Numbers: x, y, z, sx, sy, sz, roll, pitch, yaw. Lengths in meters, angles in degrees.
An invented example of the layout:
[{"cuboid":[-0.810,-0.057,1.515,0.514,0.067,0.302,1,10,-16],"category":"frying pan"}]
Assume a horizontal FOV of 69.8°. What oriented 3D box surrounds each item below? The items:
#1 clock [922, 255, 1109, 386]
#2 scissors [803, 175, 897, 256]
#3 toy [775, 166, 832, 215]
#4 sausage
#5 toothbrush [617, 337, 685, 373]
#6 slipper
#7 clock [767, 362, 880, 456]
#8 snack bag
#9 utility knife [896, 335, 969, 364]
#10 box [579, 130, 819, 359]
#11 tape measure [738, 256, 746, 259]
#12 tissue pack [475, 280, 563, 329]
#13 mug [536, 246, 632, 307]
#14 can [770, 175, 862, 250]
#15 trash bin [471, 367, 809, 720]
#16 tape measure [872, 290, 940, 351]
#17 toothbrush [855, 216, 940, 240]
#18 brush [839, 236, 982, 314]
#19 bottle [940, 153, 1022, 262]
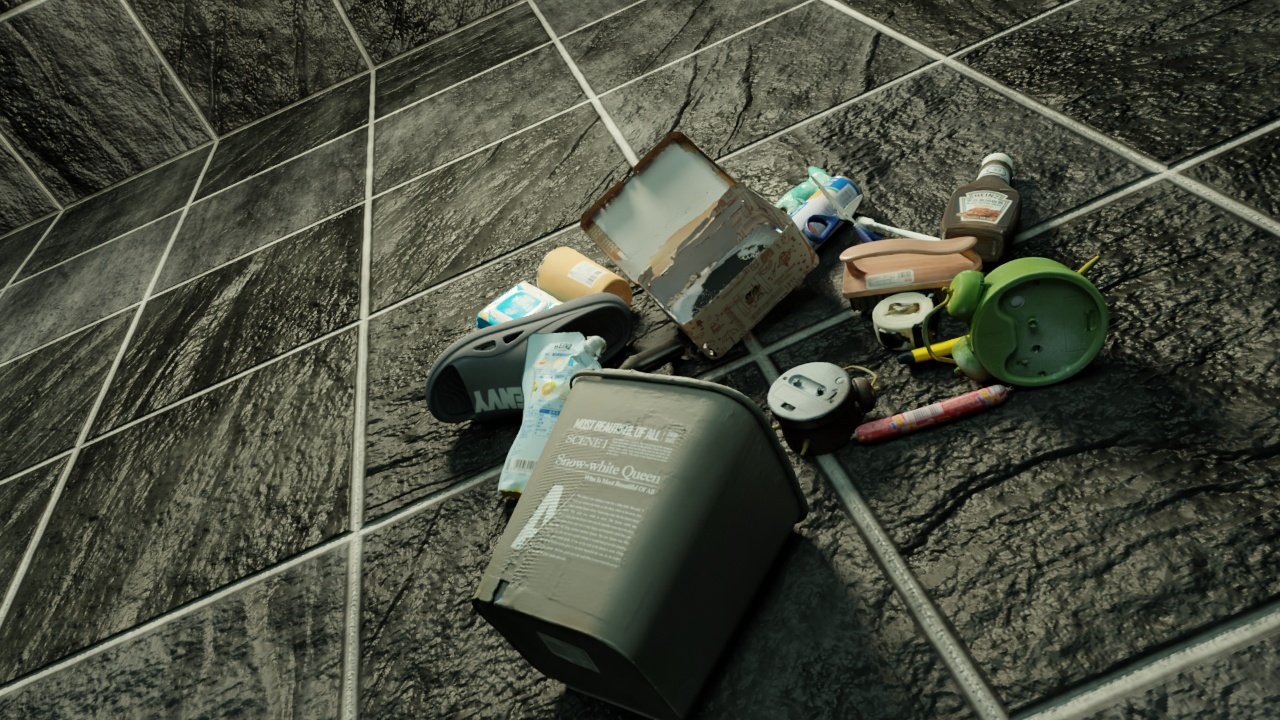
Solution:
[{"cuboid":[0.345,-0.036,0.849,0.161,0.116,0.056,-10,26,14],"category":"clock"},{"cuboid":[0.245,-0.163,1.085,0.162,0.012,0.175,43,41,16],"category":"scissors"},{"cuboid":[0.227,-0.219,1.233,0.092,0.030,0.096,-35,43,-6],"category":"toy"},{"cuboid":[0.272,0.051,0.859,0.156,0.020,0.020,-18,35,9],"category":"sausage"},{"cuboid":[-0.006,0.006,0.988,0.026,0.027,0.212,2,12,27],"category":"toothbrush"},{"cuboid":[-0.126,0.006,1.082,0.268,0.111,0.083,-24,38,-5],"category":"slipper"},{"cuboid":[0.179,0.040,0.898,0.121,0.055,0.082,-37,36,-19],"category":"clock"},{"cuboid":[-0.097,0.056,0.990,0.110,0.039,0.190,-6,64,41],"category":"snack bag"},{"cuboid":[0.333,-0.018,0.911,0.155,0.015,0.033,-15,5,14],"category":"utility knife"},{"cuboid":[0.064,-0.146,1.106,0.178,0.106,0.272,-44,55,1],"category":"box"},{"cuboid":[0.128,-0.103,1.137,0.060,0.029,0.057,17,51,46],"category":"tape measure"},{"cuboid":[-0.150,-0.050,1.203,0.089,0.063,0.140,-38,37,-18],"category":"tissue pack"},{"cuboid":[-0.071,-0.098,1.214,0.078,0.078,0.123,-41,42,-22],"category":"mug"},{"cuboid":[0.220,-0.175,1.155,0.134,0.053,0.053,-43,39,-24],"category":"can"},{"cuboid":[-0.003,0.151,0.754,0.199,0.199,0.219,6,51,36],"category":"trash bin"},{"cuboid":[0.279,-0.041,0.964,0.066,0.033,0.065,-5,38,25],"category":"tape measure"},{"cuboid":[0.327,-0.143,1.086,0.016,0.016,0.180,-37,39,-22],"category":"toothbrush"},{"cuboid":[0.293,-0.098,0.996,0.146,0.073,0.063,-5,38,22],"category":"brush"},{"cuboid":[0.398,-0.181,1.058,0.080,0.044,0.194,10,41,24],"category":"bottle"}]
